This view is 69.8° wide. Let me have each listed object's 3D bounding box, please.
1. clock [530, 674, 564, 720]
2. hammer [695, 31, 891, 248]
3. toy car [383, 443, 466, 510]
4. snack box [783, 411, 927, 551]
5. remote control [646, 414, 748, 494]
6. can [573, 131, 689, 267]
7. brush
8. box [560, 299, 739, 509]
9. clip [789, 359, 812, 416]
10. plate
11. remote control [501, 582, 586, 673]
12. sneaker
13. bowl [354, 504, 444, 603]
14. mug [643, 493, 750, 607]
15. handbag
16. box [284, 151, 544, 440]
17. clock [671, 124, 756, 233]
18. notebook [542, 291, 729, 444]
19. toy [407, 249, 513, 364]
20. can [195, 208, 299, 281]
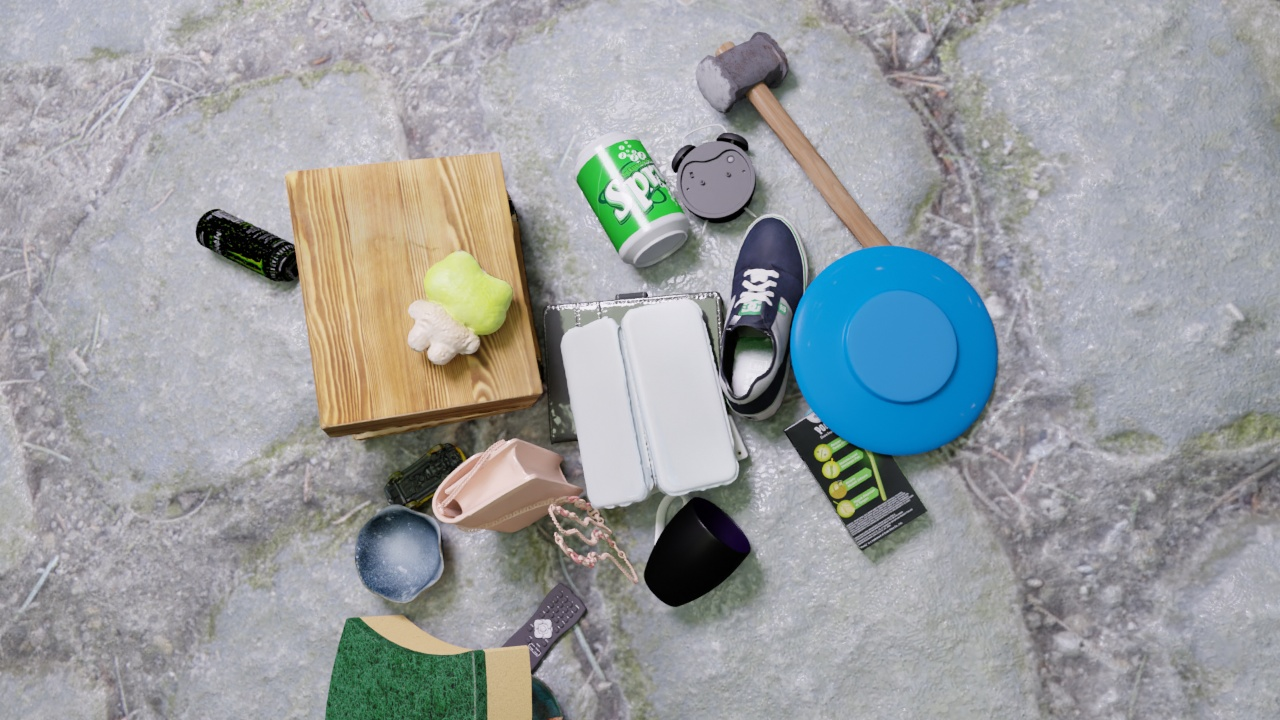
[{"bbox_3d":[-0.156,0.400,1.004,0.158,0.073,0.121,18,91,33],"label":"clock"},{"bbox_3d":[0.187,-0.221,1.016,0.097,0.052,0.328,-32,82,-23],"label":"hammer"},{"bbox_3d":[-0.253,0.139,1.079,0.107,0.030,0.049,-32,79,5],"label":"toy car"},{"bbox_3d":[0.226,0.116,0.970,0.080,0.025,0.147,-32,86,2],"label":"snack box"},{"bbox_3d":[0.048,0.108,1.018,0.136,0.011,0.050,-23,96,13],"label":"remote control"},{"bbox_3d":[-0.011,-0.182,1.039,0.088,0.088,0.140,-31,78,6],"label":"can"},{"bbox_3d":[-0.229,0.384,0.964,0.251,0.075,0.195,-2,79,40],"label":"brush"},{"bbox_3d":[0.002,0.048,0.991,0.186,0.084,0.210,-11,82,9],"label":"box"},{"bbox_3d":[0.179,0.017,1.006,0.121,0.033,0.119,-22,76,9],"label":"clip"},{"bbox_3d":[0.269,-0.014,0.958,0.224,0.024,0.224,1,81,-5],"label":"plate"},{"bbox_3d":[-0.115,0.310,1.039,0.046,0.009,0.124,42,93,14],"label":"remote control"},{"bbox_3d":[0.129,-0.059,0.985,0.084,0.079,0.235,2,72,22],"label":"sneaker"},{"bbox_3d":[-0.269,0.222,1.059,0.110,0.055,0.110,-2,82,11],"label":"bowl"},{"bbox_3d":[0.047,0.200,0.990,0.100,0.084,0.119,-50,46,15],"label":"mug"},{"bbox_3d":[-0.118,0.183,0.959,0.116,0.198,0.187,-36,69,5],"label":"handbag"},{"bbox_3d":[-0.241,-0.065,1.053,0.258,0.221,0.279,-9,80,-12],"label":"box"},{"bbox_3d":[0.085,-0.212,1.045,0.091,0.042,0.120,-17,80,9],"label":"clock"},{"bbox_3d":[-0.006,0.006,1.046,0.209,0.029,0.169,-4,84,8],"label":"notebook"},{"bbox_3d":[-0.187,-0.050,0.928,0.092,0.046,0.115,37,73,-10],"label":"toy"},{"bbox_3d":[-0.492,-0.144,1.153,0.138,0.054,0.054,25,88,14],"label":"can"}]
